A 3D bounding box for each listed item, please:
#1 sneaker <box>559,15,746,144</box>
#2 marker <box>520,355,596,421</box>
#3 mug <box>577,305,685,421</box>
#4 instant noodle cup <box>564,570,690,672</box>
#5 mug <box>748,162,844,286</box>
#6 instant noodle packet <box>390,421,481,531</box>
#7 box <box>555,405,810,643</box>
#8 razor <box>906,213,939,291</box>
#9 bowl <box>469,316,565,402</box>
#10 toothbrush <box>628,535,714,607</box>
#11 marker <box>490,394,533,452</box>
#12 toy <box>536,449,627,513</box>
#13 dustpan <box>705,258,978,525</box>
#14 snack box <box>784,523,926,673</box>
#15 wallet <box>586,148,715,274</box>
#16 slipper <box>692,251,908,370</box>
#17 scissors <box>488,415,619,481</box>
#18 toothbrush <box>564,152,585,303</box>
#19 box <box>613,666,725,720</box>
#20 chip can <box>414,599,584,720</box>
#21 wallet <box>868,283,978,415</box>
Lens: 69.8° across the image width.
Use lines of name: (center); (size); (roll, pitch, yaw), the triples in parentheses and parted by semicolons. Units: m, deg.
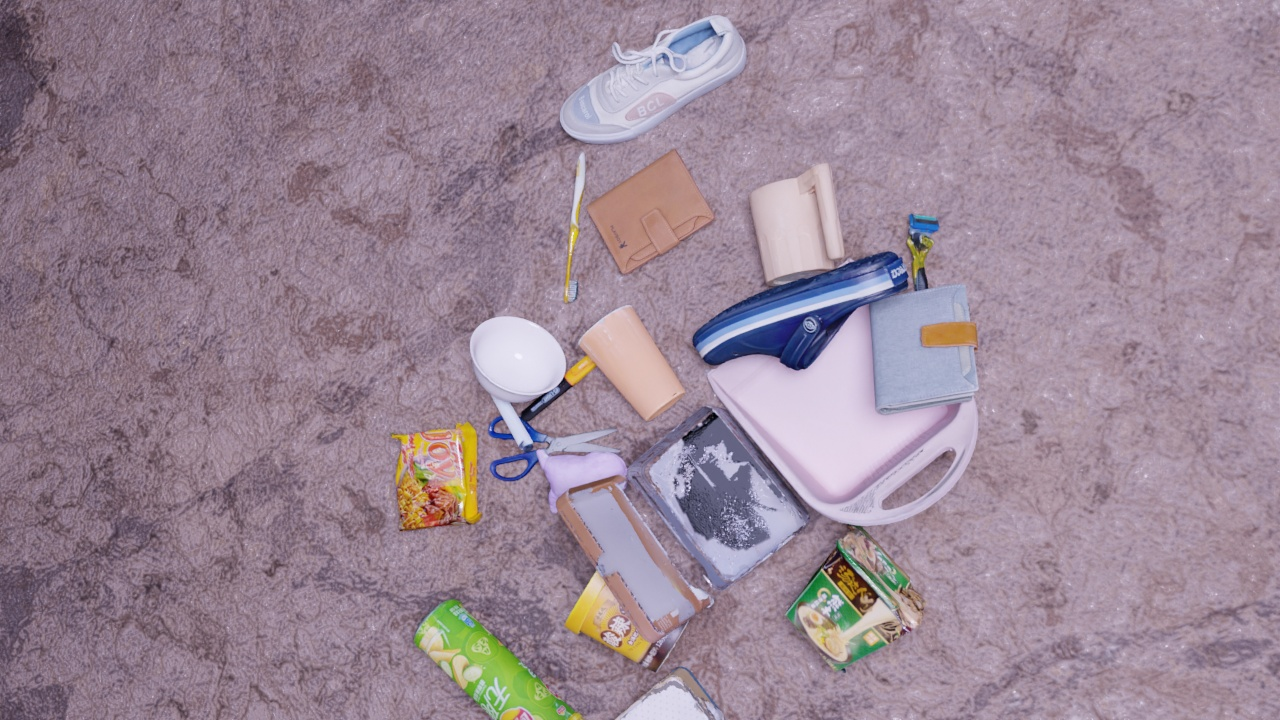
sneaker: (0.008, -0.336, 1.094); (0.242, 0.090, 0.089); (-23, 78, 13)
marker: (-0.098, 0.032, 1.120); (0.124, 0.015, 0.018); (-40, 72, 4)
mug: (-0.006, 0.006, 1.074); (0.078, 0.078, 0.122); (-38, 81, 9)
instant noodle cup: (-0.006, 0.277, 1.026); (0.114, 0.118, 0.118); (32, 93, 8)
mug: (0.179, -0.146, 1.015); (0.084, 0.125, 0.103); (-6, 82, -24)
instant noodle packet: (-0.255, 0.144, 1.143); (0.111, 0.044, 0.128); (-7, 82, 10)
box: (0.061, 0.156, 0.981); (0.157, 0.226, 0.180); (-44, 73, 24)
razor: (0.314, -0.090, 1.021); (0.042, 0.022, 0.142); (-1, 86, -29)
bowl: (-0.156, 0.012, 1.110); (0.118, 0.118, 0.065); (46, 135, 15)
toothbrush: (0.014, 0.227, 1.075); (0.180, 0.016, 0.016); (37, 92, 18)
marker: (-0.167, 0.057, 1.128); (0.018, 0.023, 0.130); (-29, 66, -10)
toy: (-0.066, 0.141, 1.092); (0.108, 0.038, 0.084); (-7, 106, 11)
dustpan: (0.220, 0.036, 0.972); (0.223, 0.138, 0.273); (-43, 76, 7)
snack box: (0.220, 0.255, 0.969); (0.106, 0.118, 0.117); (-46, 75, 17)
wallet: (0.012, -0.178, 1.109); (0.132, 0.031, 0.107); (-30, 76, 12)
slipper: (0.176, -0.042, 0.986); (0.254, 0.104, 0.095); (-21, 91, 39)
scissors: (-0.112, 0.095, 1.124); (0.171, 0.012, 0.141); (-37, 76, 7)
toothbrush: (-0.078, -0.165, 1.140); (0.018, 0.016, 0.191); (5, 86, 5)
box: (0.004, 0.434, 1.034); (0.184, 0.059, 0.090); (-41, 75, 10)
chip can: (-0.170, 0.374, 1.079); (0.221, 0.072, 0.072); (37, 94, 16)
wallet: (0.286, -0.015, 0.927); (0.107, 0.037, 0.129); (-13, 55, 28)
